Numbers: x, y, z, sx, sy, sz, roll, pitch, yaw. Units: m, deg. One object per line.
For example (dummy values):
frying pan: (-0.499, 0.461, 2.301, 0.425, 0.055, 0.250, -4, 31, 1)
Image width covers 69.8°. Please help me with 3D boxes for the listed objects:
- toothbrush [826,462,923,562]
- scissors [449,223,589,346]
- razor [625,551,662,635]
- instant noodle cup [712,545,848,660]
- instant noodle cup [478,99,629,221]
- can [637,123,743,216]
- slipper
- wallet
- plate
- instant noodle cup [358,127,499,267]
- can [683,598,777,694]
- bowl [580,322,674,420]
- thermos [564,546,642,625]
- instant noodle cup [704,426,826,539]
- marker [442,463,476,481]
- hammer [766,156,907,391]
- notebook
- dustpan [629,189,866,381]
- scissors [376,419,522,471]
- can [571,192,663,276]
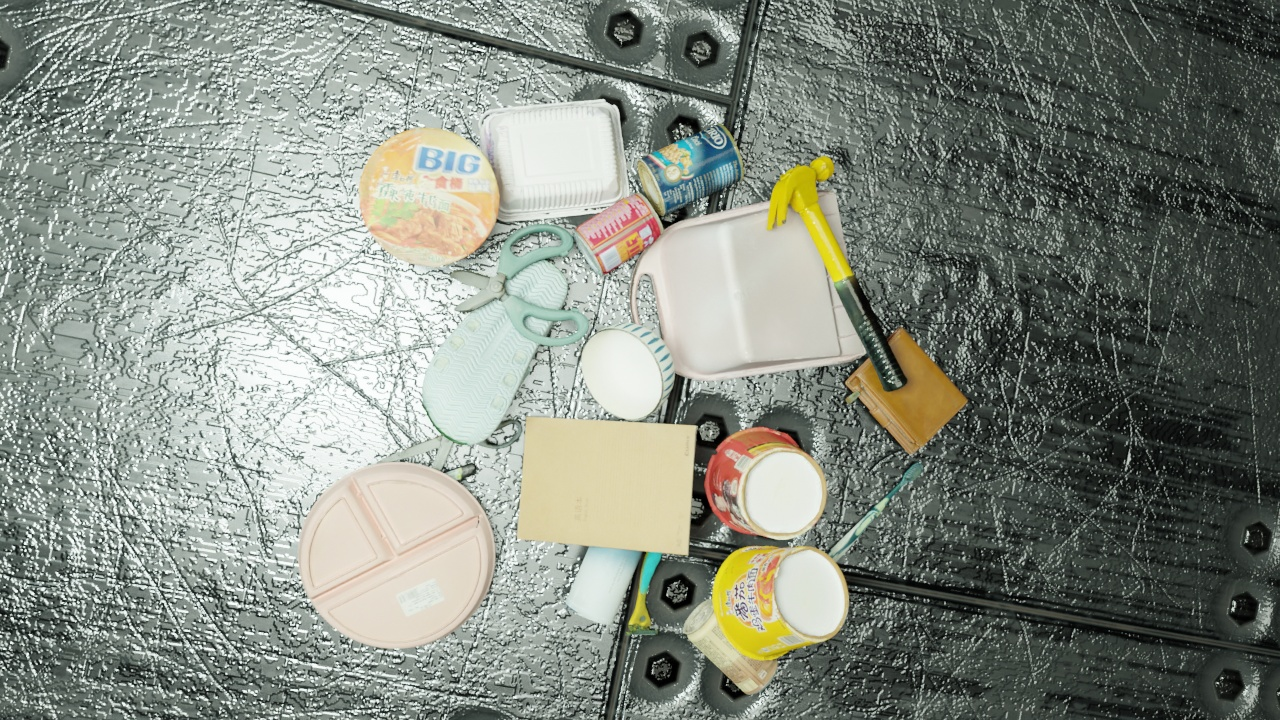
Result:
toothbrush: (0.299, 0.201, 1.182, 0.191, 0.018, 0.016, -45, 97, -6)
scissors: (-0.129, -0.099, 1.072, 0.170, 0.019, 0.180, 20, 69, -6)
razor: (0.011, 0.276, 1.134, 0.043, 0.028, 0.132, 10, 93, -32)
instant noodle cup: (0.171, 0.282, 1.093, 0.138, 0.110, 0.137, 10, 66, -25)
instant noodle cup: (-0.101, -0.243, 1.096, 0.173, 0.060, 0.138, -7, 92, -7)
can: (0.059, -0.230, 1.111, 0.111, 0.075, 0.075, -25, 94, -7)
slipper: (-0.171, -0.015, 1.084, 0.104, 0.074, 0.245, 32, 70, -4)
wallet: (0.337, 0.043, 1.176, 0.119, 0.035, 0.130, -43, 94, -5)
plate: (-0.286, 0.233, 1.077, 0.229, 0.028, 0.229, -1, 98, -6)
instant noodle cup: (-0.237, -0.178, 1.049, 0.151, 0.111, 0.151, 0, 91, -9)
can: (0.112, 0.354, 1.135, 0.116, 0.058, 0.058, 45, 84, -7)
bowl: (-0.007, 0.006, 1.099, 0.066, 0.117, 0.116, -33, 97, -51)
thermos: (-0.020, 0.206, 1.108, 0.070, 0.070, 0.220, 24, 89, -8)
instant noodle cup: (0.155, 0.155, 1.114, 0.138, 0.108, 0.138, 0, 91, -8)
marker: (-0.257, 0.148, 1.101, 0.124, 0.015, 0.018, -18, 94, -11)
hammer: (0.249, -0.099, 1.124, 0.128, 0.033, 0.301, -33, 98, -34)
notebook: (-0.041, 0.146, 1.085, 0.212, 0.012, 0.149, 2, 84, 15)
dustpan: (0.132, -0.089, 1.158, 0.272, 0.139, 0.222, -9, 90, -36)
scissors: (-0.225, 0.094, 1.099, 0.159, 0.014, 0.181, 13, 86, -8)
can: (-0.026, -0.153, 1.103, 0.093, 0.066, 0.066, -34, 95, -6)
